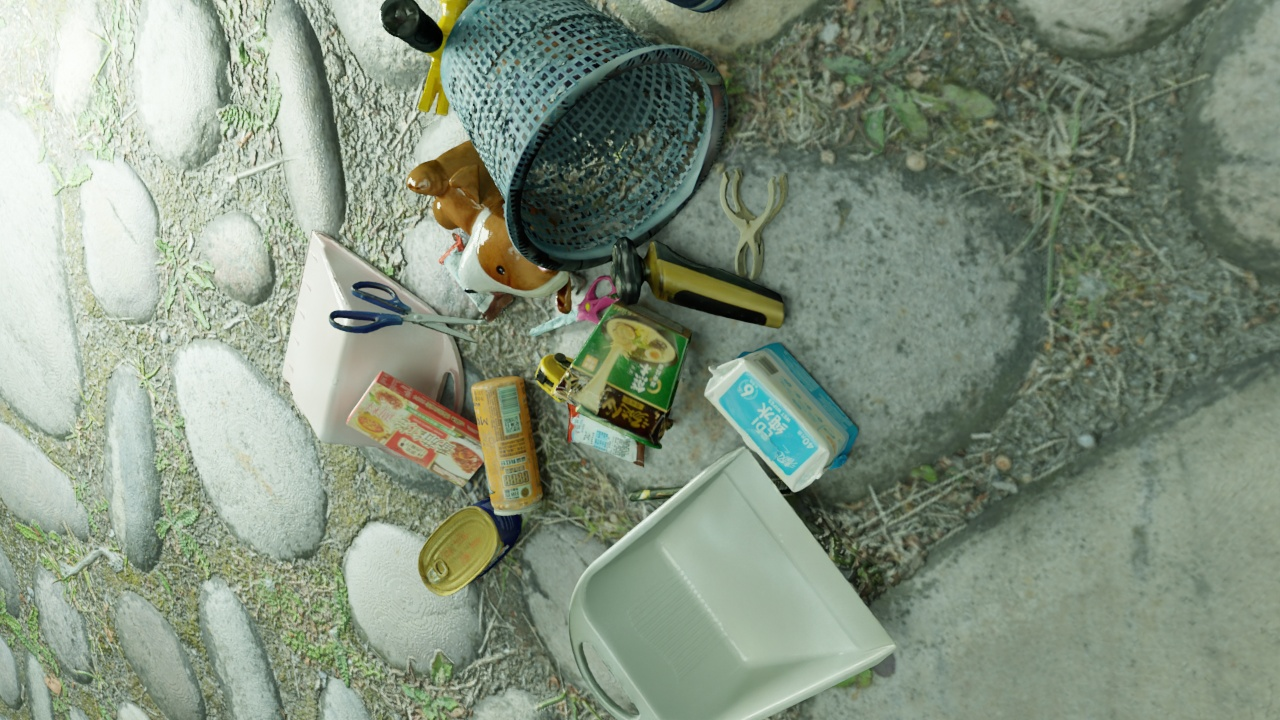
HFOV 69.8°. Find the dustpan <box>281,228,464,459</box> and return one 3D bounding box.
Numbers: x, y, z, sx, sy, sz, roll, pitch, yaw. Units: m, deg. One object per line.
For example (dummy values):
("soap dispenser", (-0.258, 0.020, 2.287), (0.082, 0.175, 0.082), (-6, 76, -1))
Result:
("dustpan", (-0.329, -0.002, 1.127), (0.273, 0.138, 0.223), (49, 126, 45))

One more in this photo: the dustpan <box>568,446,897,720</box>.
("dustpan", (0.053, 0.245, 0.850), (0.222, 0.142, 0.259), (53, 143, 6))

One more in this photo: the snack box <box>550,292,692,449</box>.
("snack box", (-0.005, 0.005, 0.870), (0.117, 0.118, 0.106), (26, 101, 1))

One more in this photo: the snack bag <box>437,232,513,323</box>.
("snack bag", (-0.185, -0.091, 1.010), (0.045, 0.026, 0.105), (-45, 78, 21))

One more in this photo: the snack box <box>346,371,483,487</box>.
("snack box", (-0.247, 0.080, 1.039), (0.153, 0.025, 0.075), (33, 119, -17))

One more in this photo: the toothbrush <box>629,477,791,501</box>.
("toothbrush", (0.067, 0.131, 0.914), (0.186, 0.017, 0.012), (-10, 132, 32))

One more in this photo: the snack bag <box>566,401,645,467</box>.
("snack bag", (-0.038, 0.078, 0.959), (0.104, 0.026, 0.048), (13, 113, 27))

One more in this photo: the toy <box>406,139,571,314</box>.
("toy", (-0.145, -0.128, 0.923), (0.199, 0.140, 0.130), (40, 86, 14))

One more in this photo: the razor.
("razor", (0.050, -0.064, 0.835), (0.167, 0.067, 0.062), (18, 150, 3))

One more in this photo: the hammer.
("hammer", (-0.194, -0.293, 0.835), (0.033, 0.300, 0.129), (10, 102, -7))

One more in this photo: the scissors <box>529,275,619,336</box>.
("scissors", (-0.070, -0.047, 0.959), (0.134, 0.017, 0.054), (-20, 83, 36))

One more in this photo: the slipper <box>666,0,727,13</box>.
("slipper", (-0.020, -0.397, 0.808), (0.253, 0.095, 0.105), (35, 119, 24))

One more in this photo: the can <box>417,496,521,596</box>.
("can", (-0.200, 0.216, 1.072), (0.074, 0.049, 0.148), (51, 120, 12))

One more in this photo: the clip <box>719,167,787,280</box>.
("clip", (0.092, -0.132, 0.834), (0.094, 0.034, 0.103), (35, 124, 15))

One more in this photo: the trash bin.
("trash bin", (-0.068, -0.227, 0.818), (0.195, 0.226, 0.227), (51, 121, 26))

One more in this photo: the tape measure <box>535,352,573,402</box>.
("tape measure", (-0.079, 0.015, 0.951), (0.057, 0.059, 0.029), (38, 118, 25))

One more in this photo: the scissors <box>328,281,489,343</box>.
("scissors", (-0.260, -0.046, 1.008), (0.166, 0.154, 0.012), (36, 134, 30))

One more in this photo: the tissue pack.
("tissue pack", (0.125, 0.047, 0.819), (0.140, 0.089, 0.063), (48, 119, 13))

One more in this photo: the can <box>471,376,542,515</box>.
("can", (-0.146, 0.092, 1.008), (0.058, 0.058, 0.146), (-4, 98, 31))
